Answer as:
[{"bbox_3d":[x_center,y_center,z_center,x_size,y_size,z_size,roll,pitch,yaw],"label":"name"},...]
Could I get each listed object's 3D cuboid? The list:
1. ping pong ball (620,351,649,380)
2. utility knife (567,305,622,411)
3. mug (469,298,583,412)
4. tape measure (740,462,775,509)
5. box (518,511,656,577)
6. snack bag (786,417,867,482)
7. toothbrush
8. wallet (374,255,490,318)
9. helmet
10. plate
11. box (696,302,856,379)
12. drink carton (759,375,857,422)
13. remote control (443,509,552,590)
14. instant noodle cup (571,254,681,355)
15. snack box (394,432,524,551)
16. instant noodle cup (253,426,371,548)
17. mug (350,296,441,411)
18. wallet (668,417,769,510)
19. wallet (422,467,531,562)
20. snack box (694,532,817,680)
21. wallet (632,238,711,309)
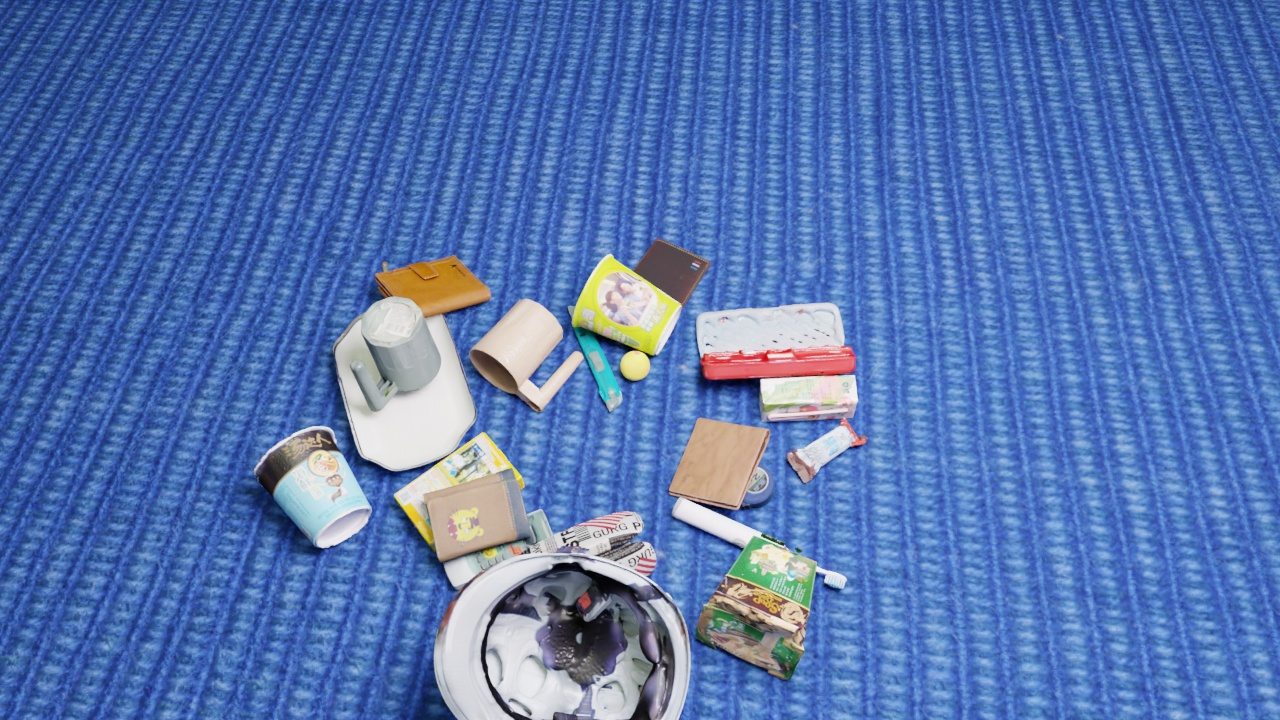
[{"bbox_3d":[-0.007,0.007,1.238,0.040,0.040,0.040,-1,58,2],"label":"ping pong ball"},{"bbox_3d":[-0.065,-0.008,1.266,0.029,0.013,0.185,-16,58,-17],"label":"utility knife"},{"bbox_3d":[-0.151,-0.007,1.239,0.124,0.084,0.103,40,64,-3],"label":"mug"},{"bbox_3d":[0.140,0.157,1.147,0.058,0.025,0.054,-41,65,-10],"label":"tape measure"},{"bbox_3d":[-0.065,0.244,1.085,0.162,0.086,0.075,-19,16,-12],"label":"box"},{"bbox_3d":[0.238,0.112,1.170,0.105,0.026,0.045,-30,70,-15],"label":"snack bag"},{"bbox_3d":[0.142,0.221,1.106,0.221,0.027,0.026,22,56,15],"label":"toothbrush"},{"bbox_3d":[-0.299,-0.106,1.306,0.130,0.035,0.119,-21,53,-36],"label":"wallet"},{"bbox_3d":[-0.078,0.309,0.977,0.258,0.146,0.229,9,83,0],"label":"helmet"},{"bbox_3d":[-0.317,0.035,1.238,0.162,0.034,0.265,-20,59,-10],"label":"plate"},{"bbox_3d":[0.179,-0.019,1.238,0.201,0.069,0.157,-4,33,2],"label":"box"},{"bbox_3d":[0.217,0.052,1.193,0.122,0.054,0.045,-3,58,2],"label":"drink carton"},{"bbox_3d":[-0.173,0.230,1.118,0.135,0.019,0.056,-19,59,-10],"label":"remote control"},{"bbox_3d":[-0.014,-0.067,1.250,0.123,0.112,0.111,29,63,7],"label":"instant noodle cup"},{"bbox_3d":[-0.227,0.164,1.155,0.140,0.034,0.087,-37,63,-17],"label":"snack box"},{"bbox_3d":[-0.394,0.160,1.128,0.111,0.111,0.120,-36,71,-19],"label":"instant noodle cup"},{"bbox_3d":[-0.320,-0.007,1.182,0.084,0.103,0.123,24,61,16],"label":"mug"},{"bbox_3d":[0.099,0.128,1.154,0.101,0.020,0.115,7,57,32],"label":"wallet"},{"bbox_3d":[-0.197,0.186,1.108,0.115,0.033,0.090,-15,71,-9],"label":"wallet"},{"bbox_3d":[0.140,0.272,1.035,0.118,0.118,0.105,23,49,13],"label":"snack box"},{"bbox_3d":[0.032,-0.114,1.327,0.096,0.020,0.122,26,65,17],"label":"wallet"}]
